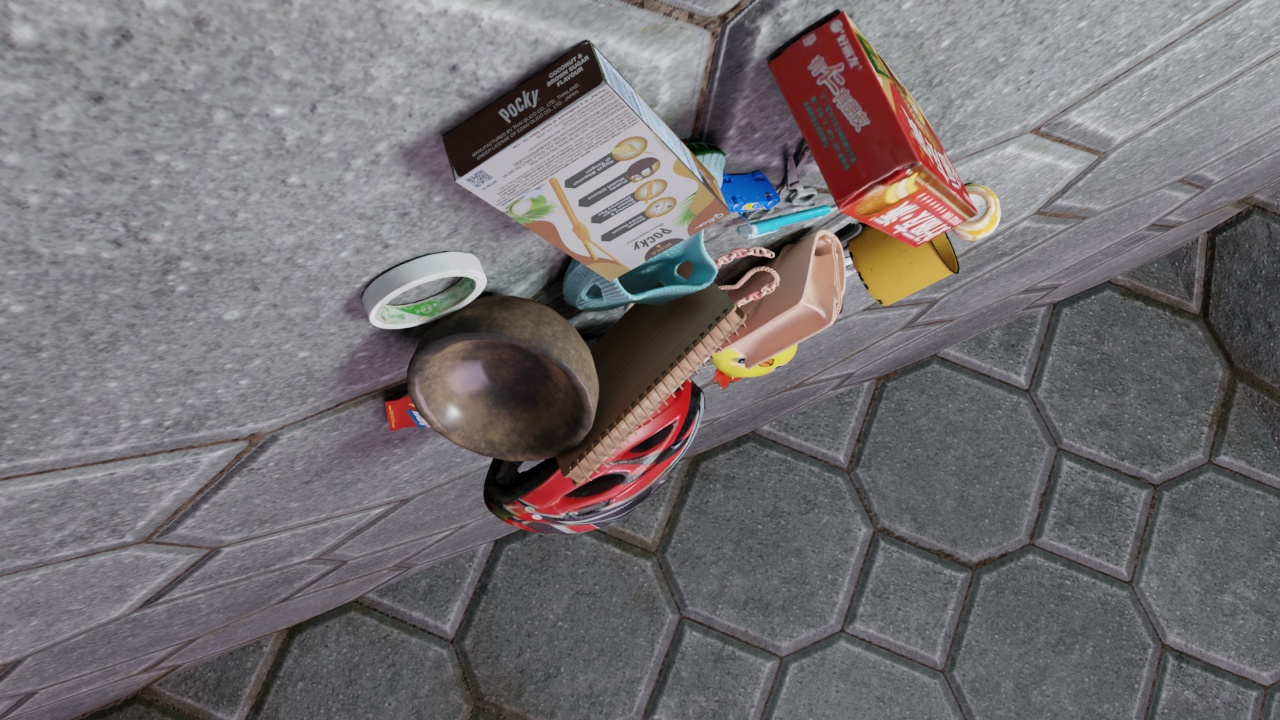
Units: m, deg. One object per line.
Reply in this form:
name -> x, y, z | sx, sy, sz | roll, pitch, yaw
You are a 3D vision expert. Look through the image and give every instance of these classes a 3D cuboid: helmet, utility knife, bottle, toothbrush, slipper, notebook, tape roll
helmet -> -0.050, 0.081, 0.989 | 0.271, 0.167, 0.218 | -46, -160, -20
utility knife -> 0.159, -0.141, 0.891 | 0.148, 0.015, 0.022 | -19, -161, -27
bottle -> 0.412, -0.179, 1.135 | 0.063, 0.063, 0.108 | -28, 168, 19
toothbrush -> 0.193, -0.118, 1.099 | 0.168, 0.012, 0.013 | -32, 157, 36
slipper -> 0.006, -0.085, 0.763 | 0.115, 0.069, 0.277 | -15, 165, -20
notebook -> -0.005, 0.005, 0.846 | 0.210, 0.022, 0.169 | -45, -154, 7
tape roll -> -0.163, -0.053, 0.697 | 0.094, 0.018, 0.094 | -22, 169, -5

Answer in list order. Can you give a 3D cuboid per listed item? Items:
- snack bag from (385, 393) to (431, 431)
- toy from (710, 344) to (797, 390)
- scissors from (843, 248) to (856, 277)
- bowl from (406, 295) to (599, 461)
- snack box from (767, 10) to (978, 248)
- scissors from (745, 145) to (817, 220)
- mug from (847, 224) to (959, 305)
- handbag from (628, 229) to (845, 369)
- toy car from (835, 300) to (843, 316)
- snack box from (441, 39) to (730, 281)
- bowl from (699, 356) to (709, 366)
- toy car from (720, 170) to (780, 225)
snack bag -> -0.201, 0.045, 0.994 | 0.144, 0.039, 0.131 | -10, 166, -16
toy -> 0.162, -0.044, 1.178 | 0.133, 0.092, 0.208 | 7, 145, -45
scissors -> 0.243, -0.119, 1.195 | 0.174, 0.013, 0.171 | -9, 158, -45
bowl -> -0.114, 0.010, 0.793 | 0.162, 0.070, 0.162 | 5, 135, 5
snack box -> 0.177, -0.155, 0.668 | 0.060, 0.113, 0.236 | -29, 167, 26
scissors -> 0.145, -0.161, 0.823 | 0.120, 0.014, 0.160 | -17, 169, -26
mug -> 0.310, -0.126, 1.083 | 0.094, 0.100, 0.123 | -28, 170, 30
handbag -> 0.116, -0.096, 0.991 | 0.187, 0.116, 0.199 | 26, 147, -24
toy car -> 0.207, -0.088, 1.059 | 0.037, 0.092, 0.040 | 5, 151, -39
snack box -> -0.025, -0.114, 0.577 | 0.101, 0.031, 0.186 | -27, 157, 18
bowl -> 0.046, -0.016, 1.124 | 0.114, 0.050, 0.115 | -19, 158, -8
toy car -> 0.081, -0.129, 0.780 | 0.091, 0.033, 0.062 | -13, 157, -41
